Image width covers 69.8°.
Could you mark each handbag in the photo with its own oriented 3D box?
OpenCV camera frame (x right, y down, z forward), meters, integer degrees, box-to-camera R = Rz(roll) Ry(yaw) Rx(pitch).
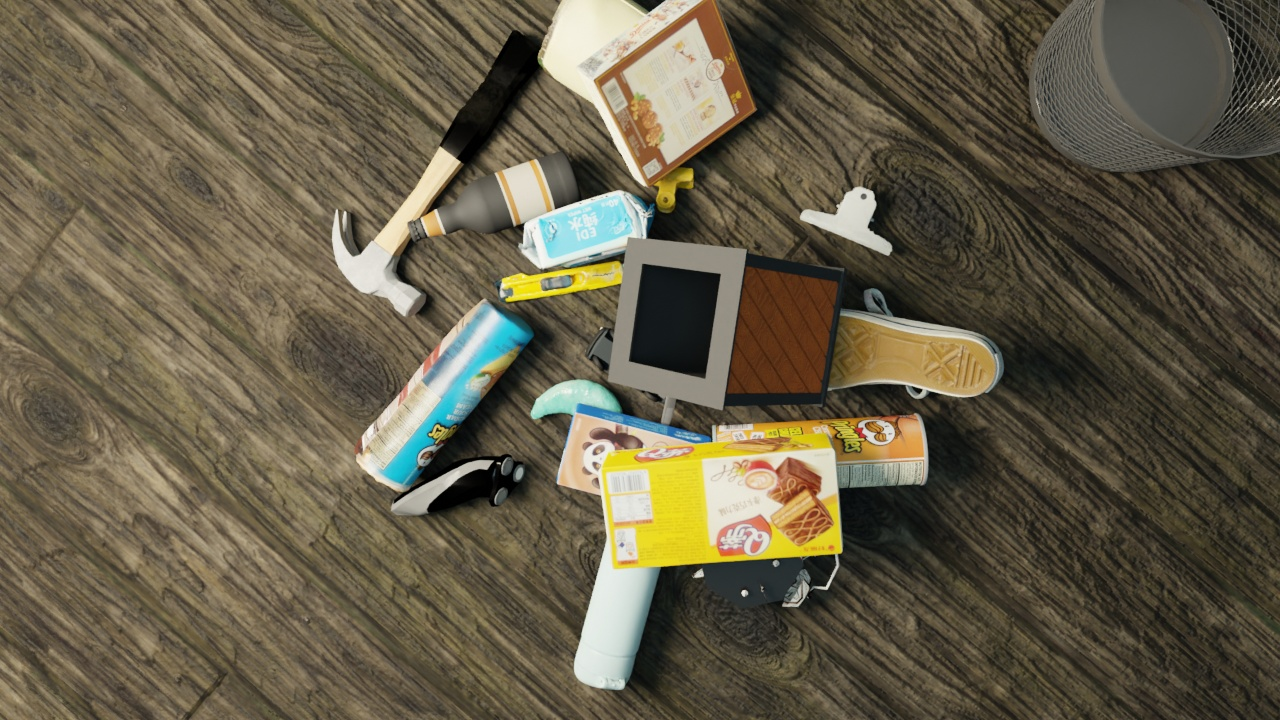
[{"bbox_3d":[-0.035,-0.327,0.958,0.119,0.081,0.111,33,105,1],"label":"handbag"}]

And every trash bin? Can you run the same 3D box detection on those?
[{"bbox_3d":[0.484,-0.278,0.829,0.218,0.227,0.218,1,95,6],"label":"trash bin"},{"bbox_3d":[0.086,-0.035,0.895,0.140,0.171,0.140,13,97,41],"label":"trash bin"}]

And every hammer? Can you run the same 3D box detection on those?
[{"bbox_3d":[-0.216,-0.212,1.006,0.131,0.039,0.328,37,97,3],"label":"hammer"}]

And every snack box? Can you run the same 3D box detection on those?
[{"bbox_3d":[-0.007,0.108,0.989,0.151,0.034,0.087,15,109,-3],"label":"snack box"},{"bbox_3d":[0.030,-0.271,0.917,0.147,0.143,0.041,-37,45,-3],"label":"snack box"},{"bbox_3d":[0.080,0.141,0.918,0.230,0.061,0.110,-6,100,7],"label":"snack box"}]

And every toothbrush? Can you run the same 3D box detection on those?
[{"bbox_3d":[0.032,0.048,0.995,0.012,0.013,0.167,5,109,-19],"label":"toothbrush"}]

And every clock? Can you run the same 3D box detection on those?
[{"bbox_3d":[0.138,0.211,0.990,0.155,0.065,0.115,8,96,6],"label":"clock"}]

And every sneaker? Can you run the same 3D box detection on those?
[{"bbox_3d":[0.251,-0.013,0.951,0.241,0.087,0.118,8,109,27],"label":"sneaker"}]

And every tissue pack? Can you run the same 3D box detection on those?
[{"bbox_3d":[-0.051,-0.135,0.967,0.144,0.092,0.061,-17,95,7],"label":"tissue pack"}]

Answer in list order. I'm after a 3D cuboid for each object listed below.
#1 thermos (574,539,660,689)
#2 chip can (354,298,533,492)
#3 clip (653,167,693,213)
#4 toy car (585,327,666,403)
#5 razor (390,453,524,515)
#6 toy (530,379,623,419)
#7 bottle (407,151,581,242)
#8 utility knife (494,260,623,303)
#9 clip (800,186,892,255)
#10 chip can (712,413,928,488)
[{"bbox_3d":[-0.020,0.259,1.008,0.065,0.078,0.207,13,95,-26],"label":"thermos"},{"bbox_3d":[-0.216,0.034,1.007,0.080,0.079,0.229,40,96,1],"label":"chip can"},{"bbox_3d":[0.030,-0.185,0.988,0.054,0.044,0.049,7,114,4],"label":"clip"},{"bbox_3d":[-0.006,0.006,1.001,0.112,0.034,0.046,32,101,-11],"label":"toy car"},{"bbox_3d":[-0.209,0.143,1.029,0.156,0.057,0.060,-12,65,15],"label":"razor"},{"bbox_3d":[-0.062,0.063,1.017,0.105,0.033,0.085,43,107,-2],"label":"toy"},{"bbox_3d":[-0.157,-0.165,0.971,0.181,0.059,0.059,-20,92,-7],"label":"bottle"},{"bbox_3d":[-0.074,-0.091,1.014,0.179,0.017,0.030,-10,103,4],"label":"utility knife"},{"bbox_3d":[0.227,-0.156,0.978,0.102,0.050,0.058,24,90,3],"label":"clip"},{"bbox_3d":[0.186,0.100,0.970,0.215,0.075,0.075,-4,94,6],"label":"chip can"}]
